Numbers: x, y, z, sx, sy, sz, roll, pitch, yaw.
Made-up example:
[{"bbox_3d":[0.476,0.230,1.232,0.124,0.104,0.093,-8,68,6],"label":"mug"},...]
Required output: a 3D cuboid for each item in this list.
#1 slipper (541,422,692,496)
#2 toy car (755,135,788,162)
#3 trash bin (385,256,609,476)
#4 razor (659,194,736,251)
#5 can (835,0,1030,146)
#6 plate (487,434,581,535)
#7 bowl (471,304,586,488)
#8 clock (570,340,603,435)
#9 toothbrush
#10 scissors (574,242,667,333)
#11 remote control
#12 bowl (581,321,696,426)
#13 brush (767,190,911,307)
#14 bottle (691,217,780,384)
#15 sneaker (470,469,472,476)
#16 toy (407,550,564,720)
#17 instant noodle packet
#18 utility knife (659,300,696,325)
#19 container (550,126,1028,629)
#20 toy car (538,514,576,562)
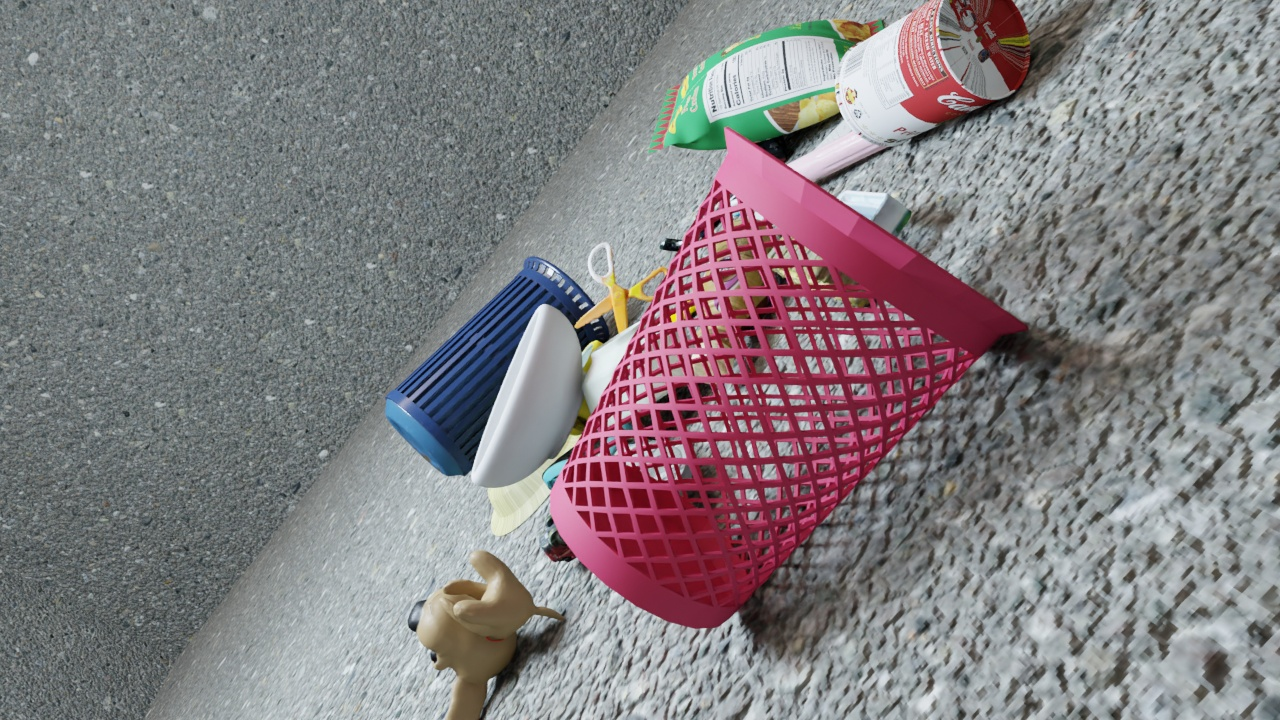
[{"bbox_3d":[-0.029,0.078,0.722,0.098,0.055,0.269,-34,11,-11],"label":"slipper"},{"bbox_3d":[0.138,-0.245,1.026,0.046,0.034,0.112,-14,34,9],"label":"toy car"},{"bbox_3d":[-0.171,0.011,1.073,0.249,0.139,0.139,-46,14,-18],"label":"trash bin"},{"bbox_3d":[0.084,-0.164,1.046,0.145,0.022,0.042,-37,-17,31],"label":"razor"},{"bbox_3d":[0.216,-0.220,0.691,0.086,0.086,0.117,-58,18,-17],"label":"can"},{"bbox_3d":[-0.125,0.106,1.023,0.185,0.036,0.184,-47,18,20],"label":"plate"},{"bbox_3d":[-0.094,0.040,0.846,0.176,0.066,0.176,-159,91,-79],"label":"bowl"},{"bbox_3d":[-0.048,0.032,0.937,0.119,0.057,0.083,-50,15,38],"label":"clock"},{"bbox_3d":[0.151,-0.174,0.847,0.027,0.026,0.223,-25,4,-34],"label":"toothbrush"},{"bbox_3d":[-0.028,-0.079,1.043,0.125,0.128,0.011,-36,-4,-8],"label":"scissors"},{"bbox_3d":[0.158,-0.179,0.890,0.131,0.012,0.033,-45,21,25],"label":"remote control"},{"bbox_3d":[-0.005,0.005,0.802,0.117,0.061,0.117,-33,4,3],"label":"bowl"},{"bbox_3d":[0.141,-0.088,0.678,0.075,0.055,0.136,-57,16,3],"label":"brush"},{"bbox_3d":[0.077,-0.049,0.764,0.060,0.059,0.165,-36,24,44],"label":"bottle"},{"bbox_3d":[-0.186,0.037,1.178,0.086,0.122,0.237,-36,23,47],"label":"sneaker"},{"bbox_3d":[-0.129,0.212,0.736,0.108,0.105,0.133,-54,17,37],"label":"toy"},{"bbox_3d":[0.138,-0.297,0.983,0.253,0.090,0.195,-13,32,18],"label":"instant noodle packet"},{"bbox_3d":[0.067,-0.070,0.903,0.192,0.018,0.030,-45,23,36],"label":"utility knife"},{"bbox_3d":[0.061,0.020,0.506,0.226,0.183,0.183,-56,15,15],"label":"container"},{"bbox_3d":[-0.043,0.130,0.759,0.091,0.036,0.042,-42,14,-4],"label":"toy car"}]
